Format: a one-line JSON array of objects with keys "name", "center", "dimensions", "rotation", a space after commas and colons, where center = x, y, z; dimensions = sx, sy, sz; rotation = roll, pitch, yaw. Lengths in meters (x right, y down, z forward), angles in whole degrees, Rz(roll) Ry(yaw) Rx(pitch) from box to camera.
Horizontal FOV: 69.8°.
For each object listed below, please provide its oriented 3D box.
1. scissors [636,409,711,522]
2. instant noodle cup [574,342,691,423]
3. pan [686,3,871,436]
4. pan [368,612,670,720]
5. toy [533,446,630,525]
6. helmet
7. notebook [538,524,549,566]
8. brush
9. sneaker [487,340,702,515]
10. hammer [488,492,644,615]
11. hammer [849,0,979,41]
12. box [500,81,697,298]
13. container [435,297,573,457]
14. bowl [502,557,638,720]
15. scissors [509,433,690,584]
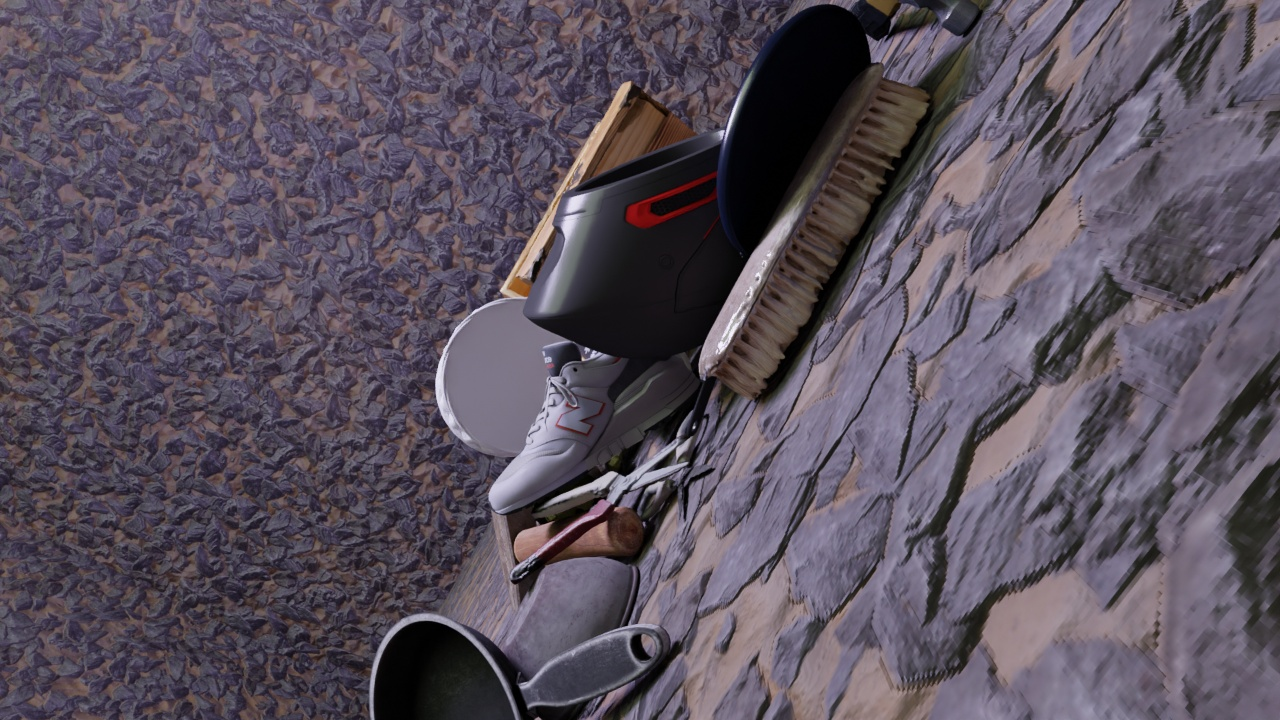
[{"name": "scissors", "center": [0.031, 0.096, 0.788], "dimensions": [0.158, 0.012, 0.168], "rotation": [-55, 9, 45]}, {"name": "instant noodle cup", "center": [-0.006, 0.006, 0.994], "dimensions": [0.137, 0.137, 0.112], "rotation": [-60, 15, 8]}, {"name": "pan", "center": [0.096, -0.102, 0.737], "dimensions": [0.198, 0.021, 0.357], "rotation": [0, -67, -55]}, {"name": "pan", "center": [-0.095, 0.252, 0.677], "dimensions": [0.358, 0.187, 0.055], "rotation": [-34, -18, 34]}, {"name": "toy", "center": [-0.073, 0.139, 1.071], "dimensions": [0.180, 0.078, 0.152], "rotation": [-35, 16, 17]}, {"name": "helmet", "center": [0.019, -0.091, 0.819], "dimensions": [0.264, 0.170, 0.164], "rotation": [-22, 18, -4]}, {"name": "notebook", "center": [-0.115, 0.221, 1.345], "dimensions": [0.167, 0.024, 0.226], "rotation": [-63, 7, -8]}, {"name": "brush", "center": [0.126, -0.096, 0.689], "dimensions": [0.271, 0.056, 0.083], "rotation": [-61, 6, -2]}, {"name": "sneaker", "center": [-0.066, 0.042, 0.899], "dimensions": [0.239, 0.124, 0.089], "rotation": [-31, 4, -8]}, {"name": "hammer", "center": [-0.075, 0.186, 0.908], "dimensions": [0.302, 0.037, 0.158], "rotation": [-30, 70, 59]}, {"name": "hammer", "center": [0.218, -0.325, 0.830], "dimensions": [0.025, 0.118, 0.332], "rotation": [-56, 2, 17]}, {"name": "box", "center": [-0.002, -0.152, 1.162], "dimensions": [0.278, 0.269, 0.264], "rotation": [-62, -6, -12]}, {"name": "container", "center": [-0.155, 0.026, 1.137], "dimensions": [0.189, 0.189, 0.187], "rotation": [-62, 9, -11]}, {"name": "bowl", "center": [-0.066, 0.219, 0.753], "dimensions": [0.145, 0.067, 0.145], "rotation": [-59, 6, 10]}, {"name": "scissors", "center": [-0.044, 0.126, 0.802], "dimensions": [0.194, 0.015, 0.180], "rotation": [-46, 18, -20]}]
